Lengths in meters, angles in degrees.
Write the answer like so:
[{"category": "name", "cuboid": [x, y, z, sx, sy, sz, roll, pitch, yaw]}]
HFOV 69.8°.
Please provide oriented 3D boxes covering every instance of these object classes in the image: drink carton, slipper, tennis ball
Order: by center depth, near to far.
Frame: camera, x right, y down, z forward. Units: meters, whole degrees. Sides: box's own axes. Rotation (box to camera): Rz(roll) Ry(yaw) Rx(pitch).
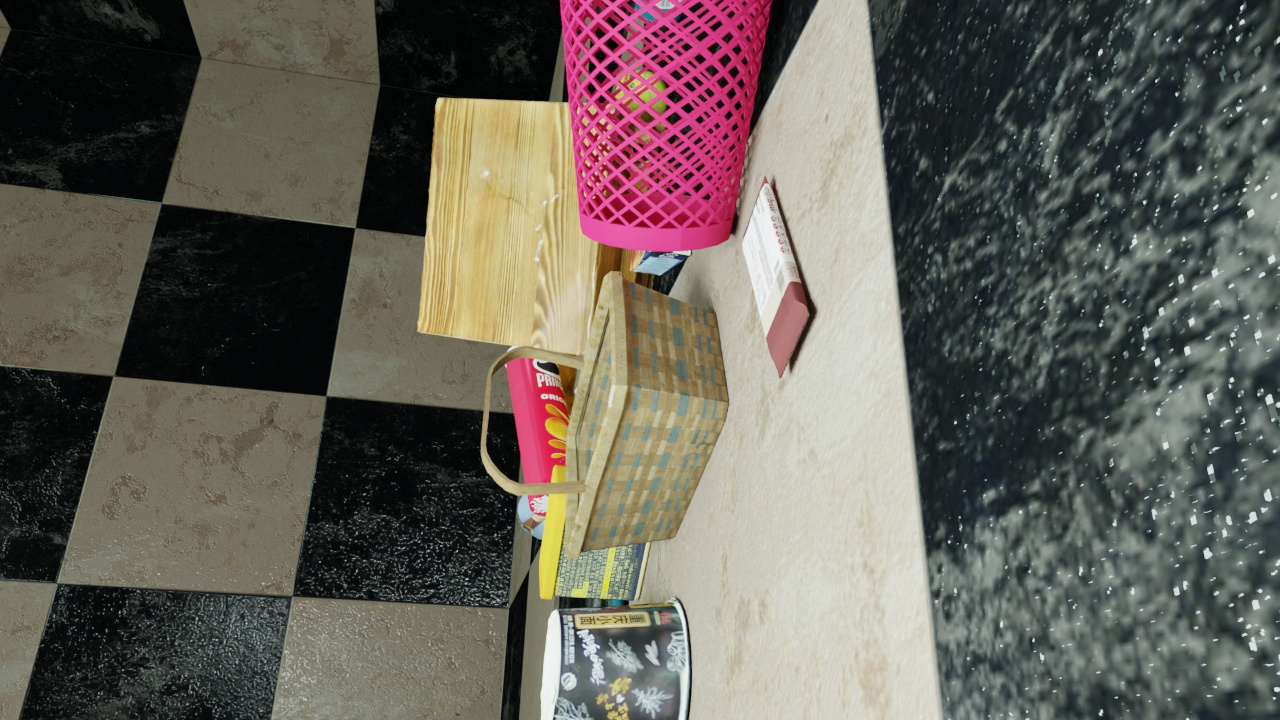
[{"category": "drink carton", "cuboid": [0.022, -0.131, 0.962, 0.130, 0.040, 0.064, 160, 115, -78]}, {"category": "tennis ball", "cuboid": [0.001, -0.317, 1.108, 0.065, 0.065, 0.065, -175, 91, -80]}, {"category": "slipper", "cuboid": [-0.078, 0.033, 1.218, 0.263, 0.078, 0.099, -127, 42, -78]}]

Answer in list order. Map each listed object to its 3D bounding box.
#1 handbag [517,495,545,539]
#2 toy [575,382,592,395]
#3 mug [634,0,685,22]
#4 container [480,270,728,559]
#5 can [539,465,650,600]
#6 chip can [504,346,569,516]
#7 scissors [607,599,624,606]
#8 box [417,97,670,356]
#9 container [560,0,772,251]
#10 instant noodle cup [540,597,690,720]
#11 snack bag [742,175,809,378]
[{"category": "handbag", "cuboid": [-0.089, 0.173, 1.215, 0.122, 0.118, 0.191, -41, 8, 8]}, {"category": "toy", "cuboid": [-0.027, 0.052, 0.974, 0.046, 0.115, 0.092, 3, 84, 41]}, {"category": "mug", "cuboid": [0.030, -0.443, 1.020, 0.122, 0.078, 0.078, 102, 169, -56]}, {"category": "container", "cuboid": [-0.044, 0.055, 0.809, 0.251, 0.186, 0.157, 107, 165, -46]}, {"category": "can", "cuboid": [-0.047, 0.186, 0.974, 0.075, 0.104, 0.135, -106, 25, -65]}, {"category": "chip can", "cuboid": [-0.120, 0.081, 1.132, 0.069, 0.069, 0.220, 108, 153, -49]}, {"category": "scissors", "cuboid": [-0.030, 0.291, 1.060, 0.128, 0.019, 0.140, 147, 131, -77]}, {"category": "box", "cuboid": [-0.066, -0.156, 1.148, 0.314, 0.282, 0.279, -3, -79, -68]}, {"category": "container", "cuboid": [0.017, -0.211, 0.724, 0.183, 0.183, 0.226, -108, 19, -66]}, {"category": "instant noodle cup", "cuboid": [-0.027, 0.273, 0.798, 0.137, 0.112, 0.137, -175, 91, -81]}, {"category": "snack bag", "cuboid": [0.091, -0.061, 0.625, 0.157, 0.013, 0.057, -96, 18, -48]}]
